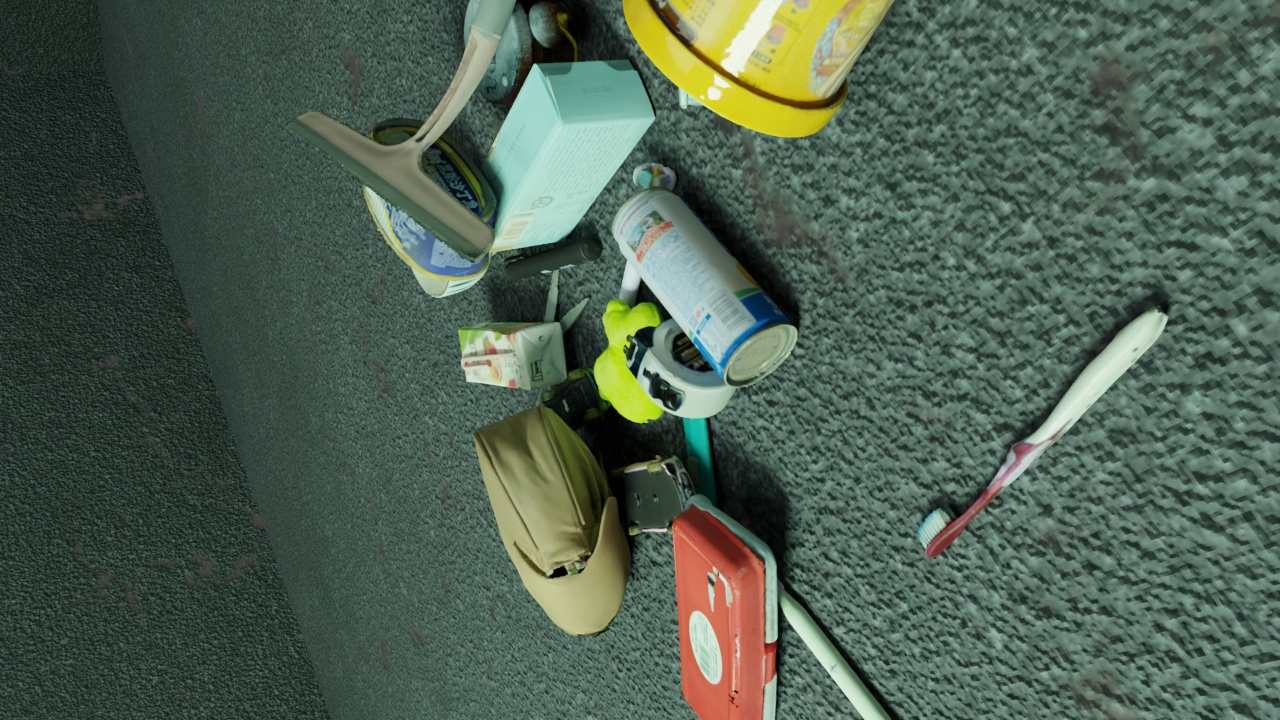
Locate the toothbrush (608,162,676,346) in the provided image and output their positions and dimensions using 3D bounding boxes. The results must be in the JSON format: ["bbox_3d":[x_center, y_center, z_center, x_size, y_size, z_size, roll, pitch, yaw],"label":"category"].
[{"bbox_3d":[-0.006,-0.056,0.666,0.021,0.029,0.190,-80,3,-49],"label":"toothbrush"}]

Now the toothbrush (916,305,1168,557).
[{"bbox_3d":[0.179,0.039,0.429,0.017,0.016,0.188,64,148,34],"label":"toothbrush"}]

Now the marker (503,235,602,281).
[{"bbox_3d":[-0.075,-0.083,0.749,0.132,0.020,0.022,-5,115,55],"label":"marker"}]

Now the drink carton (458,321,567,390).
[{"bbox_3d":[-0.116,-0.006,0.805,0.123,0.045,0.053,4,105,53],"label":"drink carton"}]

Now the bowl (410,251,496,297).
[{"bbox_3d":[-0.170,-0.120,0.841,0.116,0.066,0.117,31,128,49],"label":"bowl"}]

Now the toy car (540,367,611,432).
[{"bbox_3d":[-0.051,0.035,0.756,0.091,0.036,0.043,-35,73,57],"label":"toy car"}]

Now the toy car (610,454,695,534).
[{"bbox_3d":[0.013,0.100,0.681,0.123,0.037,0.056,-24,84,66],"label":"toy car"}]

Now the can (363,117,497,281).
[{"bbox_3d":[-0.155,-0.121,0.671,0.148,0.074,0.049,54,139,37],"label":"can"}]

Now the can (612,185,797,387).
[{"bbox_3d":[0.037,-0.048,0.570,0.134,0.053,0.053,54,142,29],"label":"can"}]

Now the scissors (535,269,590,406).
[{"bbox_3d":[-0.084,-0.011,0.808,0.178,0.014,0.159,1,103,55],"label":"scissors"}]

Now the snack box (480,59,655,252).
[{"bbox_3d":[-0.064,-0.143,0.662,0.175,0.074,0.051,-41,68,55],"label":"snack box"}]

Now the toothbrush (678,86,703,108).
[{"bbox_3d":[0.021,-0.261,0.526,0.026,0.027,0.225,-89,-5,-72],"label":"toothbrush"}]

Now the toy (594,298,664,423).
[{"bbox_3d":[-0.004,0.004,0.669,0.097,0.031,0.100,9,119,48],"label":"toy"}]

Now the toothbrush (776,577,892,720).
[{"bbox_3d":[0.108,0.179,0.593,0.189,0.020,0.029,48,180,34],"label":"toothbrush"}]

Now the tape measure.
[{"bbox_3d":[0.031,0.004,0.589,0.066,0.065,0.034,56,148,30],"label":"tape measure"}]

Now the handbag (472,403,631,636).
[{"bbox_3d":[-0.062,0.127,0.729,0.205,0.099,0.147,82,162,-59],"label":"handbag"}]

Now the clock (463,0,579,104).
[{"bbox_3d":[-0.083,-0.228,0.672,0.122,0.055,0.082,38,132,42],"label":"clock"}]

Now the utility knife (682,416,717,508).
[{"bbox_3d":[0.041,0.071,0.654,0.029,0.013,0.187,12,113,54],"label":"utility knife"}]

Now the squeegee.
[{"bbox_3d":[-0.112,-0.218,0.621,0.248,0.040,0.250,36,99,35],"label":"squeegee"}]

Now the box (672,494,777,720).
[{"bbox_3d":[0.059,0.183,0.633,0.086,0.046,0.201,39,144,45],"label":"box"}]

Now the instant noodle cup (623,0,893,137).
[{"bbox_3d":[0.068,-0.184,0.413,0.118,0.118,0.115,59,138,22],"label":"instant noodle cup"}]
